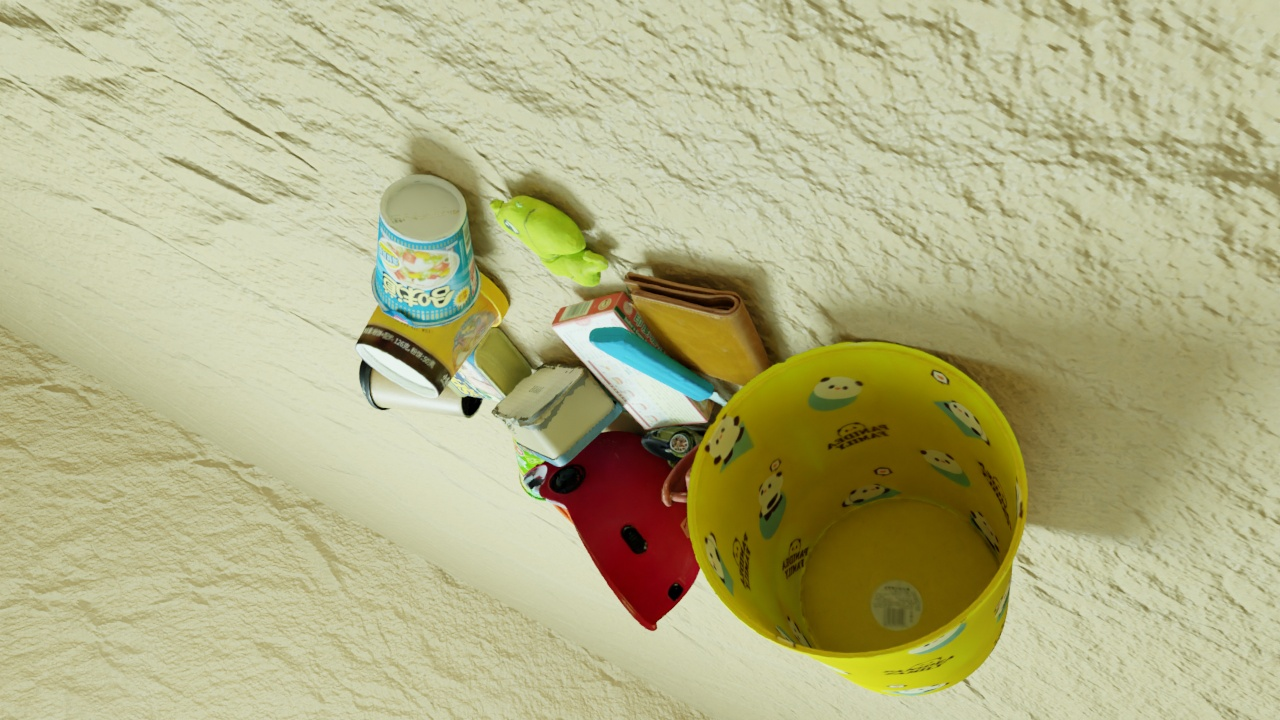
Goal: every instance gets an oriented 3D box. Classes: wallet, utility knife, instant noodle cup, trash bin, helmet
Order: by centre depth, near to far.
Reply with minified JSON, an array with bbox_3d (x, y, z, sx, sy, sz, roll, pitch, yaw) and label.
[{"bbox_3d":[0.185,0.146,0.724,0.230,0.229,0.255,14,158,31],"label":"trash bin"},{"bbox_3d":[0.045,-0.022,0.749,0.119,0.035,0.131,20,161,30],"label":"wallet"},{"bbox_3d":[-0.185,-0.098,0.792,0.099,0.099,0.110,27,148,4],"label":"instant noodle cup"},{"bbox_3d":[0.038,0.018,0.806,0.034,0.018,0.218,-12,151,38],"label":"utility knife"},{"bbox_3d":[-0.208,-0.035,0.897,0.118,0.114,0.119,25,159,10],"label":"instant noodle cup"},{"bbox_3d":[-0.006,0.166,0.987,0.207,0.144,0.240,54,172,-24],"label":"helmet"}]

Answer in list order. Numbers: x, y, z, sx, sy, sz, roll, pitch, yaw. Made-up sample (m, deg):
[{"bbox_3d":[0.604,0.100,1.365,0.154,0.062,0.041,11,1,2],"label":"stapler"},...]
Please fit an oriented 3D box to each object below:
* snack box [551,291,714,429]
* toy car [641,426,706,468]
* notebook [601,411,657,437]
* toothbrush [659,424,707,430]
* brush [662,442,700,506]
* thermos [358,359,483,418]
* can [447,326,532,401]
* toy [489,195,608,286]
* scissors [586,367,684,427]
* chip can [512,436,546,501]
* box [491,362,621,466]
[{"bbox_3d":[-0.005,0.005,0.842,0.077,0.026,0.156,-11,132,39],"label":"snack box"},{"bbox_3d":[0.078,0.094,0.889,0.158,0.042,0.070,17,162,3],"label":"toy car"},{"bbox_3d":[-0.032,0.097,1.102,0.148,0.008,0.208,31,156,-5],"label":"notebook"},{"bbox_3d":[0.091,0.080,0.930,0.180,0.016,0.016,5,153,41],"label":"toothbrush"},{"bbox_3d":[0.078,0.087,0.805,0.069,0.145,0.063,6,120,33],"label":"brush"},{"bbox_3d":[-0.268,0.026,1.130,0.143,0.092,0.093,12,152,18],"label":"thermos"},{"bbox_3d":[-0.180,0.002,1.017,0.083,0.057,0.102,8,149,34],"label":"can"},{"bbox_3d":[-0.071,-0.097,0.735,0.097,0.031,0.100,18,158,22],"label":"toy"},{"bbox_3d":[0.004,0.018,0.898,0.143,0.019,0.180,24,153,11],"label":"scissors"},{"bbox_3d":[-0.119,0.110,1.122,0.072,0.072,0.222,25,156,9],"label":"chip can"},{"bbox_3d":[-0.087,0.051,0.925,0.061,0.089,0.184,52,167,-17],"label":"box"}]
